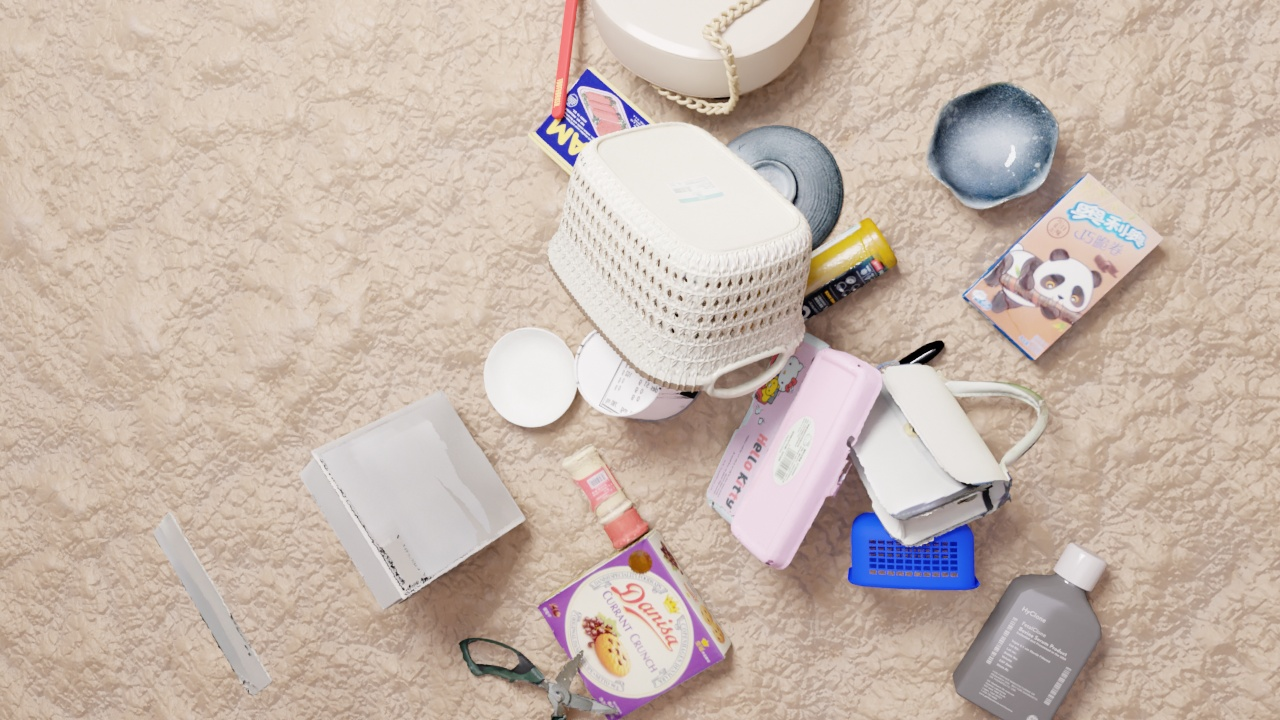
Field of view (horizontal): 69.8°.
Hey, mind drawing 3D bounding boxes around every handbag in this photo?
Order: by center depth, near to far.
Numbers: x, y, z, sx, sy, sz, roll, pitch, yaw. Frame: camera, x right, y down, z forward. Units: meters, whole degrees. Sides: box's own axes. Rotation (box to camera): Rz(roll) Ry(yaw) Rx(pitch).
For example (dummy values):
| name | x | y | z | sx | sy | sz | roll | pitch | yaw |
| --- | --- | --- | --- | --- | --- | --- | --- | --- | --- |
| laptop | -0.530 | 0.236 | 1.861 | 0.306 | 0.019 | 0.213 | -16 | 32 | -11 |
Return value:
| name | x | y | z | sx | sy | sz | roll | pitch | yaw |
| --- | --- | --- | --- | --- | --- | --- | --- | --- | --- |
| handbag | 0.275 | 0.063 | 0.815 | 0.176 | 0.074 | 0.151 | -22 | 49 | 4 |
| handbag | 0.061 | -0.354 | 0.841 | 0.211 | 0.103 | 0.208 | 27 | 77 | 11 |

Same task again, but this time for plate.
| name | x | y | z | sx | sy | sz | roll | pitch | yaw |
| --- | --- | --- | --- | --- | --- | --- | --- | --- | --- |
| plate | -0.112 | 0.017 | 0.966 | 0.104 | 0.026 | 0.104 | 1 | 93 | 15 |

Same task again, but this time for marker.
| name | x | y | z | sx | sy | sz | roll | pitch | yaw |
| --- | --- | --- | --- | --- | --- | --- | --- | --- | --- |
| marker | 0.231 | 0.021 | 0.882 | 0.139 | 0.022 | 0.016 | -35 | 89 | 13 |

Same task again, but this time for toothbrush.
| name | x | y | z | sx | sy | sz | roll | pitch | yaw |
| --- | --- | --- | --- | --- | --- | --- | --- | --- | --- |
| toothbrush | -0.073 | -0.340 | 0.909 | 0.012 | 0.018 | 0.212 | -1 | 76 | 27 |

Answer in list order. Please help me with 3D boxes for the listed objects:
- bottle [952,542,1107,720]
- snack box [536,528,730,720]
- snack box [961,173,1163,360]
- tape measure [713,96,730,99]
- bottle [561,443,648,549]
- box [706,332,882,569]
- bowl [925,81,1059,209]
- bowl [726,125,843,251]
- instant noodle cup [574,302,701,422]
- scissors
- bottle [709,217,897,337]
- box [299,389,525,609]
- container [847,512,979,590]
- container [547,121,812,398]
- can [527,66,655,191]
| name | x | y | z | sx | sy | sz | roll | pitch | yaw |
| --- | --- | --- | --- | --- | --- | --- | --- | --- | --- |
| bottle | 0.370 | 0.250 | 0.849 | 0.084 | 0.046 | 0.174 | 28 | 100 | 11 |
| snack box | -0.007 | 0.273 | 0.947 | 0.148 | 0.040 | 0.143 | -35 | 85 | 14 |
| snack box | 0.379 | -0.084 | 0.833 | 0.087 | 0.034 | 0.151 | 45 | 102 | 8 |
| tape measure | 0.080 | -0.285 | 0.895 | 0.062 | 0.034 | 0.061 | -28 | 80 | 1 |
| bottle | -0.037 | 0.139 | 0.947 | 0.044 | 0.044 | 0.109 | -35 | 84 | 13 |
| box | 0.132 | 0.075 | 0.856 | 0.152 | 0.038 | 0.201 | 36 | 103 | 55 |
| bowl | 0.315 | -0.192 | 0.832 | 0.110 | 0.055 | 0.110 | 1 | 94 | 14 |
| bowl | 0.124 | -0.162 | 0.880 | 0.137 | 0.057 | 0.137 | 1 | 94 | 14 |
| instant noodle cup | -0.005 | 0.005 | 0.889 | 0.124 | 0.121 | 0.123 | 1 | 93 | 14 |
| scissors | -0.109 | 0.380 | 0.978 | 0.202 | 0.015 | 0.203 | 6 | 103 | 30 |
| bottle | 0.152 | -0.065 | 0.881 | 0.186 | 0.053 | 0.053 | -32 | 85 | 14 |
| box | -0.269 | 0.177 | 1.057 | 0.173 | 0.423 | 0.167 | -31 | 84 | -22 |
| container | 0.250 | 0.174 | 0.851 | 0.114 | 0.096 | 0.058 | -1 | 88 | 14 |
| container | 0.035 | -0.098 | 0.808 | 0.246 | 0.184 | 0.143 | 49 | 146 | 33 |
| can | -0.038 | -0.222 | 0.918 | 0.116 | 0.056 | 0.092 | 43 | 101 | 8 |
